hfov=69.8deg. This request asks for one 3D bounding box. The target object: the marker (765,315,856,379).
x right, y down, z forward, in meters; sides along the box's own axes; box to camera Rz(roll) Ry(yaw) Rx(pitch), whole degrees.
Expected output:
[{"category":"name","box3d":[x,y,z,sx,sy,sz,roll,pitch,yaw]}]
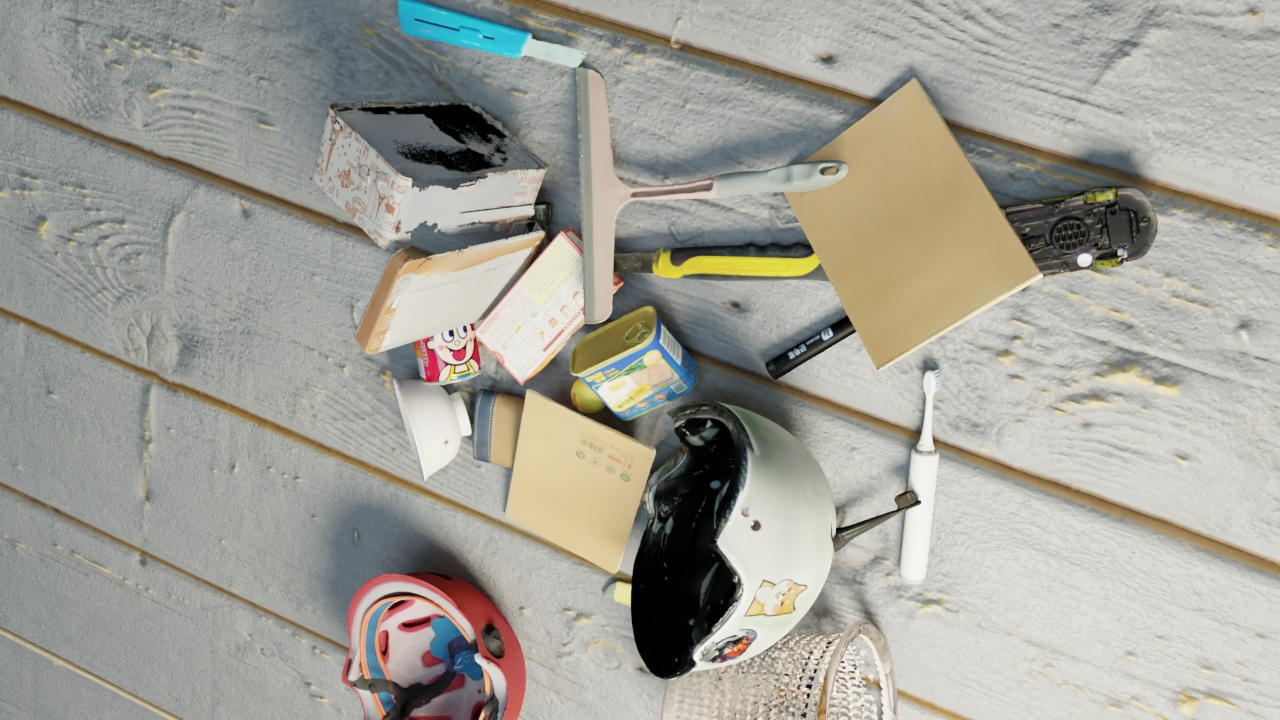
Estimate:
[{"category":"marker","box3d":[0.180,-0.020,0.882,0.132,0.020,0.022,-32,124,23]}]

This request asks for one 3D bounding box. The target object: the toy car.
[{"category":"toy car","box3d":[0.351,-0.105,0.783,0.158,0.042,0.070,-7,105,24]}]

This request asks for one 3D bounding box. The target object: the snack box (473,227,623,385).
[{"category":"snack box","box3d":[-0.095,-0.052,0.923,0.077,0.027,0.156,47,118,2]}]

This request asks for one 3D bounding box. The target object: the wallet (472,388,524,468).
[{"category":"wallet","box3d":[-0.128,0.082,1.011,0.115,0.033,0.090,12,113,13]}]

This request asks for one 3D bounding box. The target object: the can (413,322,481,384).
[{"category":"can","box3d":[-0.210,-0.028,0.983,0.067,0.066,0.094,-2,106,19]}]

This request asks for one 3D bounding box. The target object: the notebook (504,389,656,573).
[{"category":"notebook","box3d":[-0.071,0.135,0.984,0.148,0.008,0.208,25,132,11]}]

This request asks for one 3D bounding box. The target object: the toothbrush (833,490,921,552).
[{"category":"toothbrush","box3d":[0.189,0.183,0.929,0.213,0.026,0.027,-35,85,30]}]

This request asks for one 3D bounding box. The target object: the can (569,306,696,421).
[{"category":"can","box3d":[-0.005,0.005,0.916,0.102,0.057,0.083,-25,127,24]}]

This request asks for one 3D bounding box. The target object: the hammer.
[{"category":"hammer","box3d":[0.037,-0.093,0.899,0.324,0.031,0.126,2,108,17]}]

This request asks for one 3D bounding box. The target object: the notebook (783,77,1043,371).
[{"category":"notebook","box3d":[0.219,-0.118,0.783,0.150,0.012,0.211,-34,63,26]}]

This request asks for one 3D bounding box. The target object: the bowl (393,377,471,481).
[{"category":"bowl","box3d":[-0.225,0.067,1.013,0.064,0.118,0.118,-17,104,-18]}]

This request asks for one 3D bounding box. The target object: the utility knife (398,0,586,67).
[{"category":"utility knife","box3d":[-0.146,-0.316,0.893,0.204,0.018,0.034,18,108,13]}]

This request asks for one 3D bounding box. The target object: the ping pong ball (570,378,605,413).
[{"category":"ping pong ball","box3d":[-0.053,0.035,0.965,0.040,0.040,0.040,6,109,17]}]

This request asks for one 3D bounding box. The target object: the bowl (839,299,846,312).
[{"category":"bowl","box3d":[0.239,-0.071,0.808,0.117,0.066,0.116,-8,76,33]}]

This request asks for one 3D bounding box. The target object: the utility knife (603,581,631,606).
[{"category":"utility knife","box3d":[0.055,0.280,1.021,0.207,0.021,0.031,13,115,20]}]

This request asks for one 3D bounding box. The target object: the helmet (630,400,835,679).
[{"category":"helmet","box3d":[0.097,0.175,0.883,0.156,0.229,0.275,6,116,-16]}]

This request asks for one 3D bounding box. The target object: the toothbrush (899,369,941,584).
[{"category":"toothbrush","box3d":[0.273,0.114,0.890,0.027,0.026,0.221,21,117,49]}]

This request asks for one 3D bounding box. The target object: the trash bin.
[{"category":"trash bin","box3d":[0.136,0.372,0.932,0.192,0.226,0.227,-4,106,32]}]

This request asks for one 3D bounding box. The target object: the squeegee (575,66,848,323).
[{"category":"squeegee","box3d":[0.066,-0.162,0.850,0.250,0.040,0.247,-2,86,17]}]

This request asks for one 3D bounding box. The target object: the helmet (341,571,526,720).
[{"category":"helmet","box3d":[-0.229,0.349,1.074,0.207,0.143,0.240,-18,87,22]}]

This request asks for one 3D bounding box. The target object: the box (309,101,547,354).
[{"category":"box","box3d":[-0.205,-0.125,0.884,0.157,0.182,0.194,44,127,23]}]
